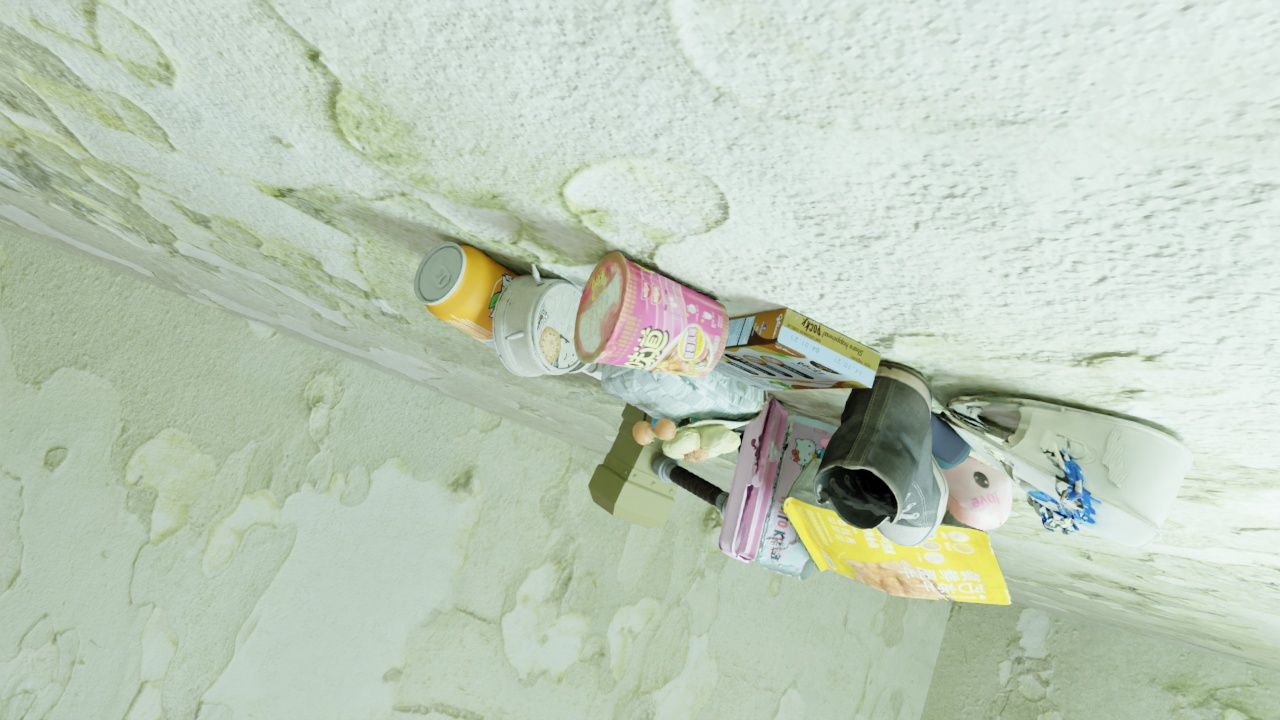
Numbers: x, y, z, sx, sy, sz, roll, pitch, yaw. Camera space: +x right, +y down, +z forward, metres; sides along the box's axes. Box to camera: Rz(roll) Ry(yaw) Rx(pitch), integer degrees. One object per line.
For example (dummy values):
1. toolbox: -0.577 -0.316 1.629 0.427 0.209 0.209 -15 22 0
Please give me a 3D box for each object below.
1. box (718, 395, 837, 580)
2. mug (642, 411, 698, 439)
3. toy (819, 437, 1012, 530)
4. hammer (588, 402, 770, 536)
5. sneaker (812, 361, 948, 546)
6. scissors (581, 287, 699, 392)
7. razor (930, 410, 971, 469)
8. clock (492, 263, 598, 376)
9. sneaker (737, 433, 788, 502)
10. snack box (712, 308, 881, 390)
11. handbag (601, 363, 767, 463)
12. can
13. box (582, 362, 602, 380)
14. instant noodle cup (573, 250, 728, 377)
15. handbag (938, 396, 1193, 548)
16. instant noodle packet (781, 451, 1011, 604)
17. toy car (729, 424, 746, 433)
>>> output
1. box: 0.165 0.155 1.132 0.149 0.201 0.073 26 161 -31
2. mug: 0.063 0.067 1.246 0.104 0.084 0.112 15 -161 -8
3. toy: 0.316 0.131 1.058 0.238 0.087 0.190 19 164 45
4. hammer: 0.073 0.173 1.287 0.100 0.190 0.325 26 178 -34
5. sneaker: 0.224 0.123 0.850 0.095 0.119 0.235 15 143 27
6. scissors: 0.006 -0.018 0.880 0.175 0.033 0.078 48 -175 37
7. razor: 0.280 0.065 0.911 0.142 0.047 0.052 31 -171 -37
8. clock: -0.082 -0.025 0.935 0.061 0.103 0.157 4 158 34
9. sneaker: 0.190 0.192 1.280 0.101 0.143 0.238 0 -170 -11
10. snack box: 0.123 -0.006 0.852 0.101 0.031 0.186 23 169 -20
11. handbag: 0.037 0.042 0.982 0.171 0.123 0.113 31 146 -35
12. can: -0.159 -0.062 0.949 0.079 0.079 0.142 11 167 38
13. box: -0.003 -0.002 1.094 0.102 0.076 0.107 30 163 -39
14. instant noodle cup: 0.012 -0.032 0.784 0.108 0.097 0.098 15 173 -25
15. handbag: 0.358 0.095 0.807 0.200 0.093 0.200 23 172 28
16. instant noodle packet: 0.291 0.198 1.021 0.222 0.084 0.163 12 146 39
17. toy car: 0.135 0.089 1.316 0.105 0.033 0.048 12 178 -31
